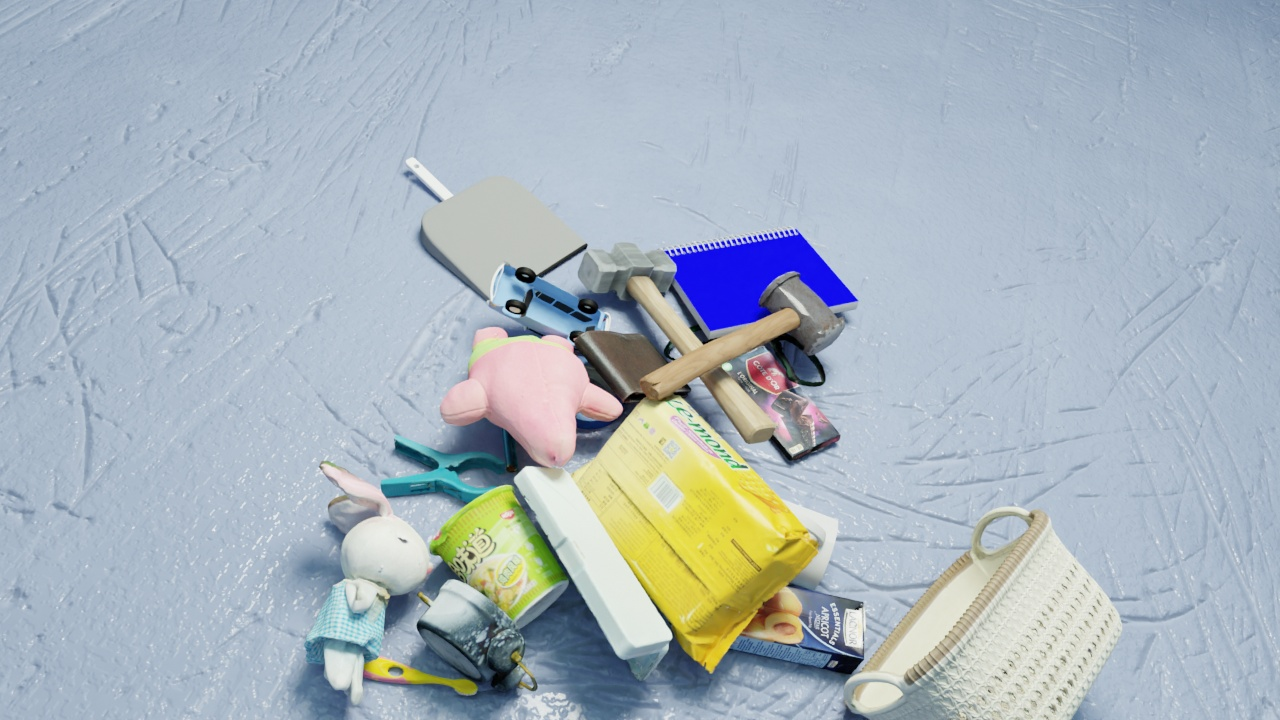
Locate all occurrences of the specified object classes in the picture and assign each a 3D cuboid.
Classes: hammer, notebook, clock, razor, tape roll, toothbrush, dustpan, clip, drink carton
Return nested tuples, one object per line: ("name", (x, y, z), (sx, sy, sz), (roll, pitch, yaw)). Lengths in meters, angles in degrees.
("hammer", (0.110, -0.021, 0.996), (0.327, 0.052, 0.098), (-23, 66, -45))
("notebook", (0.146, -0.106, 1.180), (0.208, 0.022, 0.171), (-12, 46, -20))
("clock", (-0.139, 0.246, 0.807), (0.129, 0.090, 0.052), (28, 56, 17))
("razor", (-0.147, 0.059, 1.005), (0.042, 0.022, 0.143), (6, 54, -23))
("tape roll", (-0.062, 0.036, 1.041), (0.091, 0.016, 0.093), (-6, 52, -15))
("hammer", (0.048, -0.025, 1.051), (0.117, 0.051, 0.322), (-4, 43, -36))
("toothbrush", (-0.209, 0.278, 0.815), (0.135, 0.016, 0.021), (12, 52, 5))
("dustpan", (-0.216, -0.188, 1.191), (0.257, 0.033, 0.162), (44, 56, 12))
("clip", (-0.200, 0.105, 0.955), (0.127, 0.028, 0.113), (15, 52, 3))
("drink carton", (0.149, 0.256, 0.885), (0.130, 0.040, 0.064), (12, 50, -1))

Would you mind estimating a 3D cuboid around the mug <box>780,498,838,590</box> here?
("mug", (0.144, 0.173, 0.911), (0.089, 0.105, 0.073), (20, 63, 6))

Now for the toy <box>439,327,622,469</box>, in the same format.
("toy", (-0.106, 0.040, 0.937), (0.192, 0.097, 0.236), (2, 27, -19))

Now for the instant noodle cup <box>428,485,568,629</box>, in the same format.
("instant noodle cup", (-0.126, 0.189, 0.859), (0.098, 0.099, 0.108), (-33, 71, -31))

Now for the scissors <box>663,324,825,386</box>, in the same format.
("scissors", (0.142, -0.019, 1.107), (0.204, 0.015, 0.201), (34, 49, 31))

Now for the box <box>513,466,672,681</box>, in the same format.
("box", (-0.049, 0.194, 0.841), (0.075, 0.126, 0.197), (-21, 58, -26))

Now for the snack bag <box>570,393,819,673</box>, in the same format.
("snack bag", (0.038, 0.149, 0.872), (0.160, 0.068, 0.247), (-48, 59, 5))

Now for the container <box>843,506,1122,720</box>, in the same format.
("container", (0.310, 0.260, 0.829), (0.143, 0.185, 0.245), (46, 58, 12))

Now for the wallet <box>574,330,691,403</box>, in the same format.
("wallet", (-0.006, 0.006, 1.039), (0.119, 0.031, 0.099), (0, 43, -51))

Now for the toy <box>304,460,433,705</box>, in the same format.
("toy", (-0.238, 0.196, 0.809), (0.105, 0.131, 0.205), (0, 55, -11))

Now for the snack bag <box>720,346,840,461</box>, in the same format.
("snack bag", (0.159, 0.049, 1.073), (0.074, 0.018, 0.155), (-21, 56, -26))

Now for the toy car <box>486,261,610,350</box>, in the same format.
("toy car", (-0.107, -0.057, 1.054), (0.153, 0.055, 0.056), (26, 62, -25))
